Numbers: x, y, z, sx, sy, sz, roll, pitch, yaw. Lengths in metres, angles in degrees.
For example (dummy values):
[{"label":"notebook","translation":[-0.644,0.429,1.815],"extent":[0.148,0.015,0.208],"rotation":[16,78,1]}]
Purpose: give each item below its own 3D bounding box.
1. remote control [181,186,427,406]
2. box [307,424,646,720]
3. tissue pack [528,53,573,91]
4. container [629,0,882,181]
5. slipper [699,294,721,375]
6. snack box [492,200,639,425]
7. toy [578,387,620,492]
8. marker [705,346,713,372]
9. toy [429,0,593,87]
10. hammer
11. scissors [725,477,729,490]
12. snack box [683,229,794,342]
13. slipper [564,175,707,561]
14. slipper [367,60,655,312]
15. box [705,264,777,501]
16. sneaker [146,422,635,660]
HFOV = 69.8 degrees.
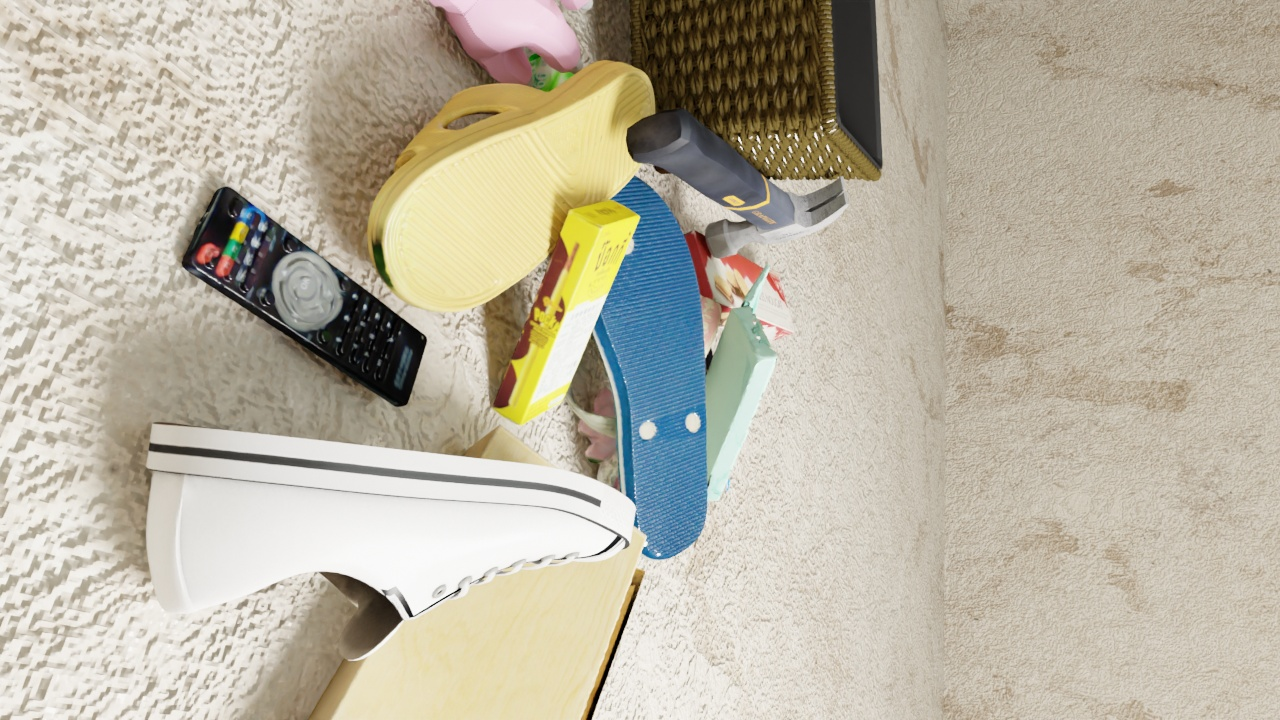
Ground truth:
[{"label":"remote control","translation":[-0.162,-0.027,0.459],"extent":[0.140,0.021,0.045],"rotation":[46,46,-47]},{"label":"box","translation":[-0.074,0.208,0.533],"extent":[0.246,0.119,0.253],"rotation":[-65,148,-43]},{"label":"tissue pack","translation":[-0.057,-0.159,0.678],"extent":[0.099,0.034,0.113],"rotation":[46,45,-51]},{"label":"container","translation":[0.078,-0.313,0.773],"extent":[0.176,0.205,0.321],"rotation":[4,84,-64]},{"label":"slipper","translation":[0.031,-0.023,0.793],"extent":[0.197,0.082,0.093],"rotation":[59,38,-48]},{"label":"snack box","translation":[-0.049,-0.031,0.599],"extent":[0.061,0.025,0.149],"rotation":[-33,151,-62]},{"label":"toy","translation":[-0.015,0.077,0.734],"extent":[0.095,0.041,0.109],"rotation":[-55,129,-50]},{"label":"marker","translation":[0.071,0.048,0.941],"extent":[0.018,0.015,0.134],"rotation":[-5,91,-77]},{"label":"toy","translation":[-0.095,-0.243,0.572],"extent":[0.157,0.067,0.123],"rotation":[38,51,-51]},{"label":"hammer","translation":[0.069,-0.133,0.711],"extent":[0.312,0.140,0.035],"rotation":[6,72,-65]},{"label":"scissors","translation":[0.092,0.071,0.942],"extent":[0.127,0.013,0.125],"rotation":[27,64,-81]},{"label":"snack box","translation":[0.101,-0.072,0.967],"extent":[0.272,0.044,0.076],"rotation":[12,61,-64]},{"label":"slipper","translation":[-0.004,0.004,0.697],"extent":[0.118,0.060,0.295],"rotation":[-12,97,-39]},{"label":"slipper","translation":[-0.081,-0.116,0.562],"extent":[0.262,0.078,0.100],"rotation":[-46,142,-43]},{"label":"box","translation":[0.078,0.021,0.822],"extent":[0.138,0.055,0.187],"rotation":[-90,-167,-48]},{"label":"sneaker","translation":[-0.106,0.092,0.435],"extent":[0.245,0.091,0.097],"rotation":[15,78,-44]}]
